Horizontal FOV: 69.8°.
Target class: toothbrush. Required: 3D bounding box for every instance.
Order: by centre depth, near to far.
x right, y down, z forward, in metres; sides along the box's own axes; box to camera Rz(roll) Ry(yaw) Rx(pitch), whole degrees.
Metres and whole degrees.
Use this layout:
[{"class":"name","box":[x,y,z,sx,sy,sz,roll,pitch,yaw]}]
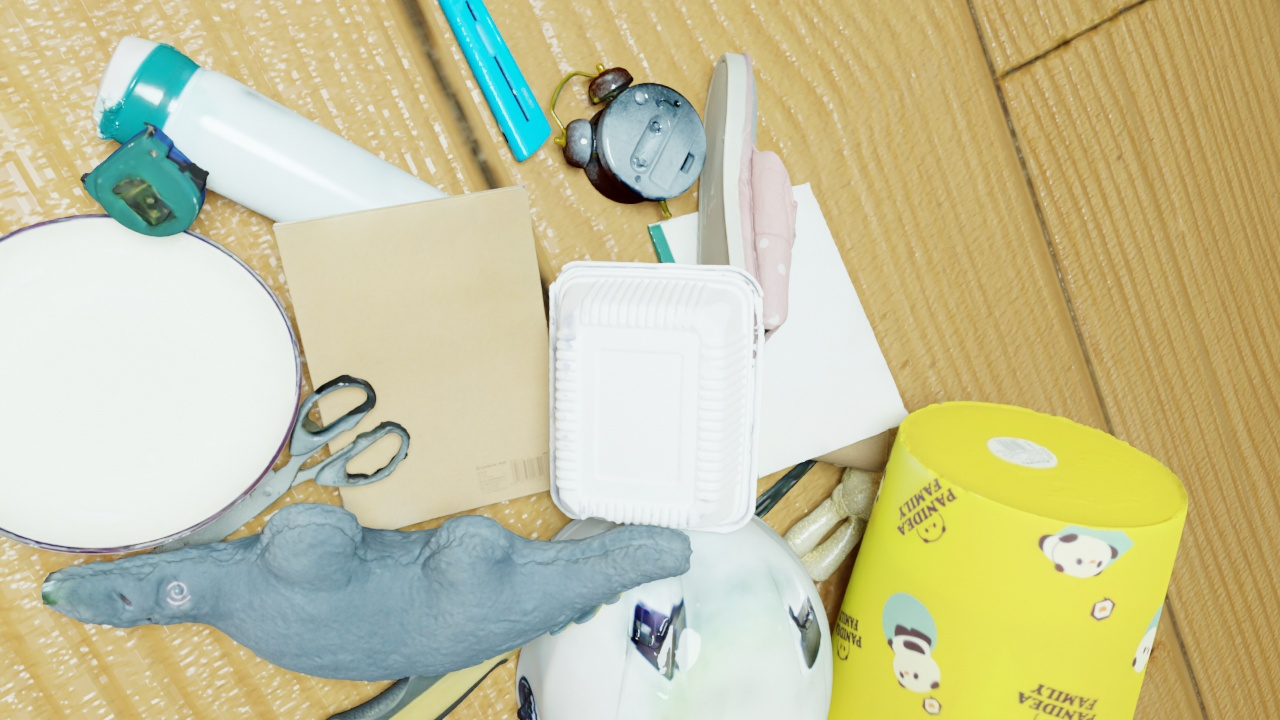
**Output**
[{"class":"toothbrush","box":[0.144,0.084,0.765,0.180,0.018,0.015,-37,110,-19]}]

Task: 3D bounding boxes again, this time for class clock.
[{"class":"clock","box":[-0.009,-0.160,0.660,0.122,0.055,0.082,31,78,-23]}]

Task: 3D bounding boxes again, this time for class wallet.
[{"class":"wallet","box":[0.141,0.037,0.726,0.115,0.033,0.090,11,70,-8]}]

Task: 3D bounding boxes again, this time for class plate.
[{"class":"plate","box":[-0.292,0.013,0.513,0.192,0.039,0.192,8,69,-23]}]

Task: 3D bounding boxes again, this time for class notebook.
[{"class":"notebook","box":[-0.129,0.005,0.581,0.149,0.012,0.212,-12,113,-15]},{"class":"notebook","box":[0.107,-0.027,0.708,0.150,0.012,0.209,-18,82,-20]}]

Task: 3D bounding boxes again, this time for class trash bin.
[{"class":"trash bin","box":[0.252,0.182,0.659,0.229,0.229,0.256,-5,114,-26]}]

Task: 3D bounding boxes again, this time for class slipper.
[{"class":"slipper","box":[0.077,-0.095,0.653,0.054,0.114,0.274,3,69,-8]}]

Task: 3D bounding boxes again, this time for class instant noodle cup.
[{"class":"instant noodle cup","box":[0.004,0.029,0.566,0.138,0.060,0.173,3,103,11]}]

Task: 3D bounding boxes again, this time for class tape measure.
[{"class":"tape measure","box":[-0.269,-0.094,0.504,0.058,0.025,0.054,-27,126,19]}]

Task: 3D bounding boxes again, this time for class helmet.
[{"class":"helmet","box":[0.039,0.225,0.629,0.228,0.146,0.258,4,90,-19]}]

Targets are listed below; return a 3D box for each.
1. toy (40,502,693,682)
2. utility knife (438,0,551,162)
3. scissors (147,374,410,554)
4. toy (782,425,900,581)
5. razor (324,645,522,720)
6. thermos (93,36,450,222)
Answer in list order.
[{"class":"toy","box":[-0.152,0.140,0.554,0.356,0.138,0.091,0,56,-10]},{"class":"utility knife","box":[-0.118,-0.234,0.626,0.034,0.018,0.202,-33,104,-21]},{"class":"scissors","box":[-0.228,0.070,0.556,0.173,0.014,0.143,-1,109,-18]},{"class":"toy","box":[0.180,0.114,0.762,0.105,0.066,0.157,45,80,-4]},{"class":"razor","box":[-0.149,0.233,0.604,0.167,0.062,0.067,-35,74,-27]},{"class":"thermos","box":[-0.208,-0.116,0.558,0.224,0.073,0.073,27,79,-24]}]
